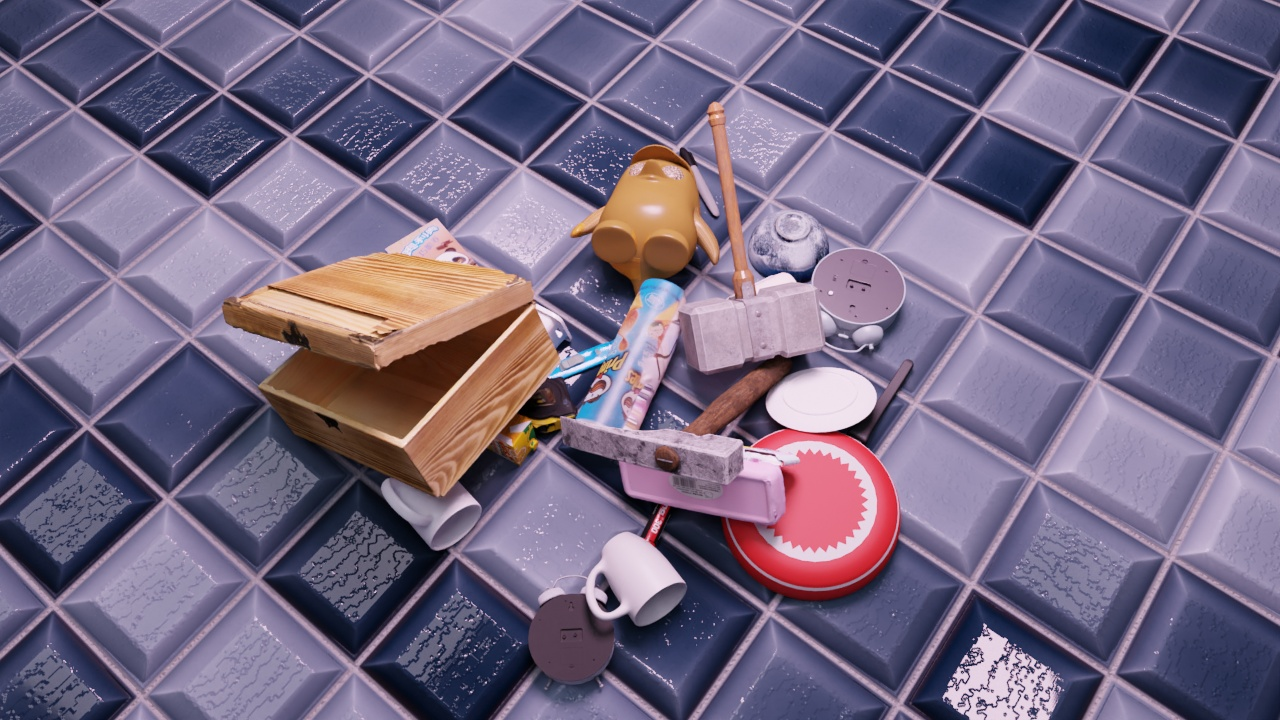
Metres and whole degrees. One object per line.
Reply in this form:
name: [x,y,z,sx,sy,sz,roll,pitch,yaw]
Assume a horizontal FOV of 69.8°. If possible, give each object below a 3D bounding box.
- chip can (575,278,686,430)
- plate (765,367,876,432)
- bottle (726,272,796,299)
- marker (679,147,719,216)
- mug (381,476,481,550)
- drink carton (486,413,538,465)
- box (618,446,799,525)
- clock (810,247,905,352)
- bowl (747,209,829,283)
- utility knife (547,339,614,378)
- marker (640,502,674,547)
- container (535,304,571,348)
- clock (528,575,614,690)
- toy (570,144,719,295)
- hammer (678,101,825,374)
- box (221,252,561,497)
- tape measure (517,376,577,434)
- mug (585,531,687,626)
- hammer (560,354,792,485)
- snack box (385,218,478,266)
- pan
chip can: [-0.007,0.007,1.162,0.080,0.080,0.229,19,65,13]
plate: [0.223,0.043,1.136,0.134,0.011,0.134,-9,33,5]
bottle: [0.140,-0.068,1.216,0.146,0.051,0.051,-26,63,-12]
marker: [0.088,-0.264,1.351,0.022,0.016,0.138,-7,58,-29]
mug: [-0.252,0.164,1.067,0.090,0.110,0.074,42,101,22]
drink carton: [-0.188,0.079,1.140,0.122,0.058,0.041,25,64,15]
box: [0.080,0.118,1.065,0.202,0.088,0.095,7,33,29]
clock: [0.284,-0.079,1.221,0.122,0.045,0.159,17,63,11]
bowl: [0.207,-0.167,1.265,0.114,0.061,0.114,-1,62,2]
utility knife: [-0.071,-0.003,1.209,0.173,0.015,0.031,-22,67,-12]
marker: [0.037,0.162,1.105,0.023,0.021,0.144,10,59,33]
container: [-0.161,-0.049,1.204,0.129,0.081,0.049,27,76,16]
clock: [-0.076,0.300,1.024,0.094,0.035,0.122,-3,60,0]
toy: [0.019,-0.209,1.248,0.199,0.163,0.202,10,51,5]
hammer: [0.117,-0.156,1.129,0.162,0.083,0.318,-12,100,-9]
box: [-0.279,-0.032,1.063,0.280,0.215,0.256,13,49,37]
tape measure: [-0.120,0.056,1.161,0.072,0.042,0.071,-20,65,-6]
mug: [-0.017,0.246,1.026,0.107,0.071,0.089,-20,51,-29]
hammer: [0.072,0.049,1.096,0.218,0.037,0.299,9,25,32]
snack box: [-0.276,-0.122,1.271,0.087,0.034,0.151,-35,65,-16]
pan: [0.243,0.120,1.104,0.209,0.067,0.355,31,69,20]
